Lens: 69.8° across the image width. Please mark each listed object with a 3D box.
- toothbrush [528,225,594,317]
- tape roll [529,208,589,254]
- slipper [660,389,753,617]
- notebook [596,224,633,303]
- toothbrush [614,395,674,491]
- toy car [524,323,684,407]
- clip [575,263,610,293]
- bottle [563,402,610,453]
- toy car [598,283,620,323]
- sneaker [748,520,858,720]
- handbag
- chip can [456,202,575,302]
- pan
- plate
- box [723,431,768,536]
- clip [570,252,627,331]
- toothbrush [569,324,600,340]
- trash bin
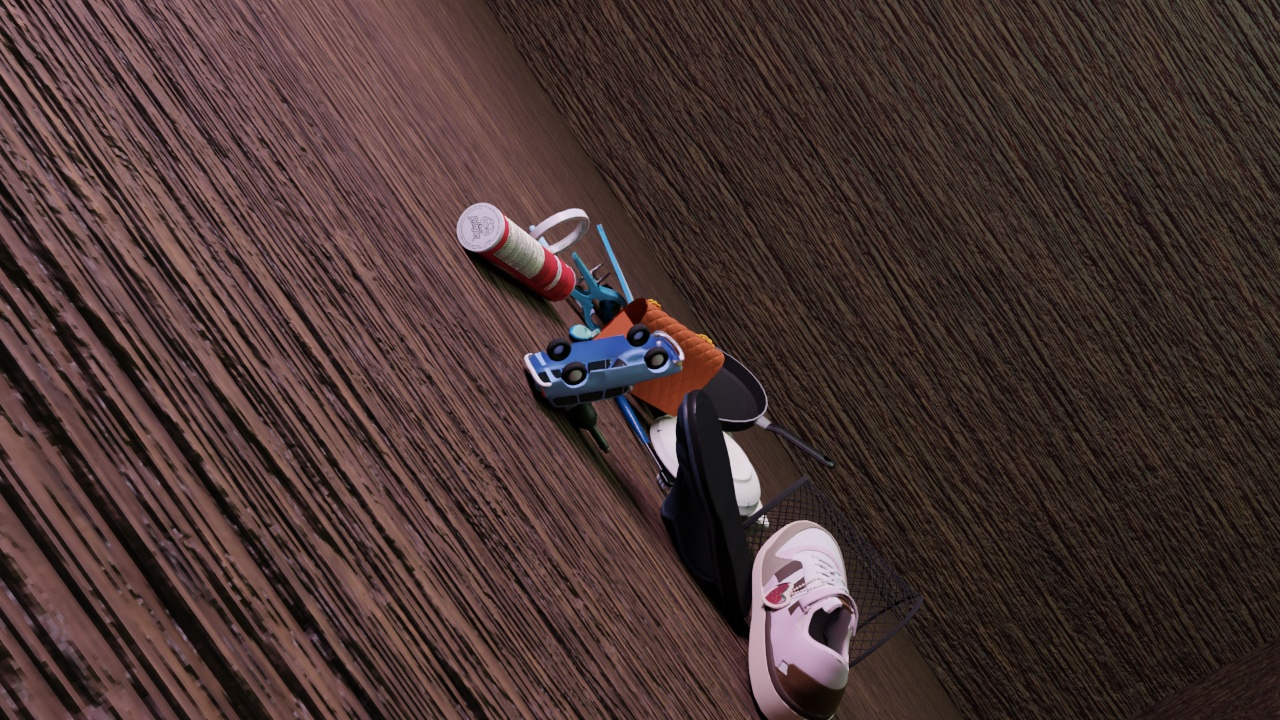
[{"bbox_3d":[-0.113,-0.126,1.307,0.155,0.016,0.022,56,15,-4],"label":"toothbrush"},{"bbox_3d":[-0.110,-0.167,1.214,0.013,0.093,0.093,59,9,13],"label":"tape roll"},{"bbox_3d":[0.059,0.163,1.001,0.108,0.084,0.266,-57,137,-63],"label":"slipper"},{"bbox_3d":[-0.008,-0.073,1.342,0.253,0.009,0.181,-111,178,-55],"label":"notebook"},{"bbox_3d":[-0.001,0.090,1.129,0.014,0.014,0.167,-2,48,-39],"label":"toothbrush"},{"bbox_3d":[-0.034,0.006,0.888,0.056,0.153,0.055,-127,-147,-48],"label":"toy car"},{"bbox_3d":[-0.080,-0.129,1.392,0.052,0.059,0.101,37,8,0],"label":"clip"},{"bbox_3d":[-0.061,0.048,0.916,0.106,0.025,0.025,56,9,1],"label":"bottle"},{"bbox_3d":[-0.044,-0.073,1.445,0.105,0.032,0.048,68,-3,-46],"label":"toy car"},{"bbox_3d":[0.187,0.249,0.979,0.111,0.117,0.293,34,30,-1],"label":"sneaker"},{"bbox_3d":[0.020,-0.009,1.189,0.171,0.109,0.060,31,19,-45],"label":"handbag"},{"bbox_3d":[-0.134,-0.116,1.034,0.051,0.052,0.214,59,9,18],"label":"chip can"},{"bbox_3d":[0.140,0.068,1.404,0.356,0.034,0.224,35,29,18],"label":"pan"},{"bbox_3d":[0.096,0.130,1.240,0.182,0.034,0.182,32,23,-16],"label":"plate"},{"bbox_3d":[0.119,0.156,1.341,0.143,0.044,0.184,34,28,-46],"label":"box"},{"bbox_3d":[-0.053,-0.099,1.271,0.030,0.120,0.130,-105,173,-61],"label":"clip"},{"bbox_3d":[-0.071,-0.036,1.200,0.022,0.017,0.135,60,8,4],"label":"toothbrush"},{"bbox_3d":[0.223,0.277,1.193,0.210,0.184,0.184,52,8,11],"label":"trash bin"}]
